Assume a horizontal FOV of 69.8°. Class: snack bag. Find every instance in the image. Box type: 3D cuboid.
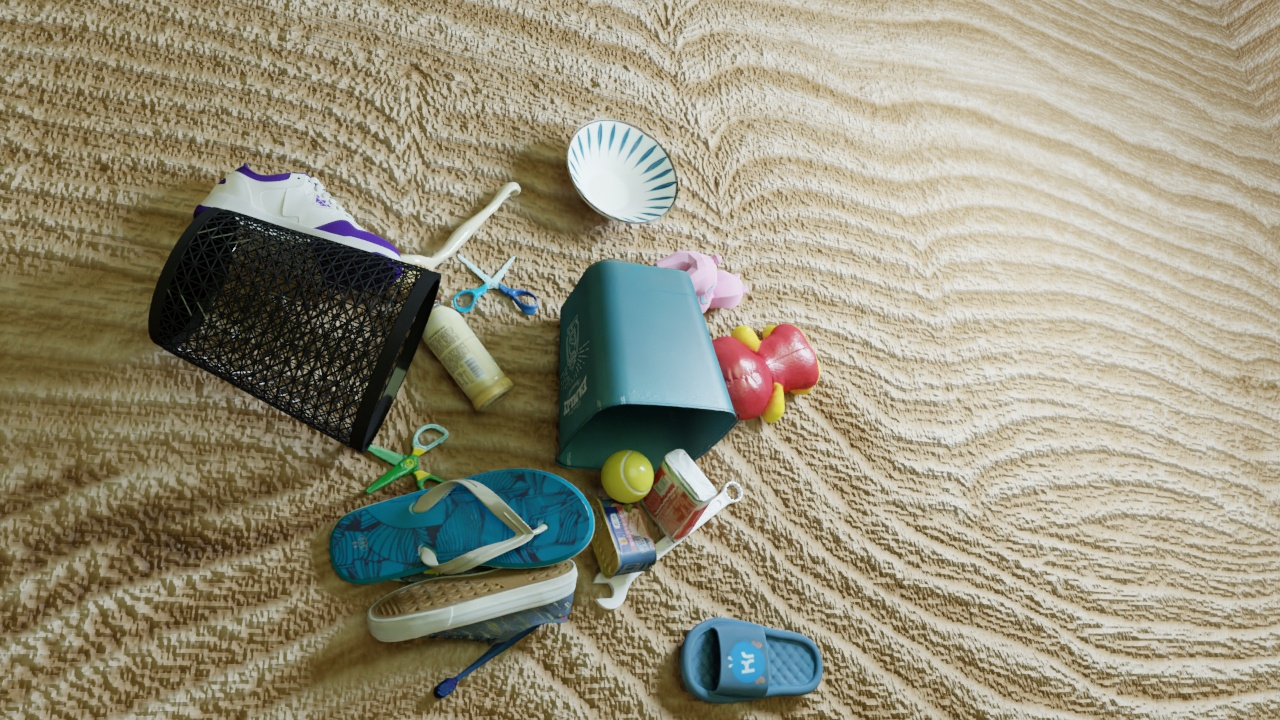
[{"bbox_3d":[0.047,0.172,1.162,0.036,0.116,0.077,-25,64,-34],"label":"snack bag"}]

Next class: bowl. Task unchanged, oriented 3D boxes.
[{"bbox_3d":[-0.038,-0.263,1.352,0.177,0.071,0.177,11,64,-23],"label":"bowl"}]

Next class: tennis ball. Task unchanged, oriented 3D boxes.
[{"bbox_3d":[-0.016,0.143,1.130,0.065,0.065,0.065,11,63,-23],"label":"tennis ball"}]

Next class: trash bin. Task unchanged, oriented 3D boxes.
[{"bbox_3d":[-0.007,0.007,1.182,0.199,0.197,0.218,6,58,-25],"label":"trash bin"},{"bbox_3d":[-0.376,-0.044,1.007,0.243,0.218,0.216,23,59,-9],"label":"trash bin"}]

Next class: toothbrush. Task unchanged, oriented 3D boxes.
[{"bbox_3d":[-0.156,0.326,1.054,0.189,0.017,0.016,-30,83,-34],"label":"toothbrush"}]

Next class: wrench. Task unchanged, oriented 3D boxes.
[{"bbox_3d":[0.041,0.235,1.201,0.272,0.009,0.047,-31,84,-34],"label":"wrench"}]

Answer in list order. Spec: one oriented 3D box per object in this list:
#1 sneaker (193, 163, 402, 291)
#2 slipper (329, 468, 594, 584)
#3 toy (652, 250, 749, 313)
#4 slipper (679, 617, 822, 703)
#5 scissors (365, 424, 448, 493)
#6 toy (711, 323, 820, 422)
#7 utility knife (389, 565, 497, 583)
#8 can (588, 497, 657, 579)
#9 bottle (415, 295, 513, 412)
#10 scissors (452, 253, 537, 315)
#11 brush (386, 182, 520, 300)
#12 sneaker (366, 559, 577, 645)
[{"bbox_3d":[-0.397,-0.168,1.110,0.244,0.092,0.110,18,58,-7],"label":"sneaker"},{"bbox_3d":[-0.198,0.182,1.024,0.294,0.060,0.118,-8,69,-9],"label":"slipper"},{"bbox_3d":[0.086,-0.108,1.324,0.157,0.124,0.067,-14,59,-21],"label":"toy"},{"bbox_3d":[0.145,0.377,1.160,0.213,0.059,0.103,9,61,-25],"label":"slipper"},{"bbox_3d":[-0.272,0.118,1.093,0.125,0.011,0.127,28,56,-15],"label":"scissors"},{"bbox_3d":[0.163,0.015,1.316,0.215,0.099,0.147,-19,69,-37],"label":"toy"},{"bbox_3d":[-0.204,0.250,1.065,0.174,0.020,0.028,7,63,-23],"label":"utility knife"},{"bbox_3d":[-0.025,0.217,1.140,0.059,0.054,0.099,-3,54,-30],"label":"can"},{"bbox_3d":[-0.228,-0.014,1.150,0.056,0.057,0.162,-36,86,-34],"label":"bottle"},{"bbox_3d":[-0.197,-0.097,1.233,0.133,0.014,0.127,32,52,-5],"label":"scissors"},{"bbox_3d":[-0.245,-0.165,1.218,0.077,0.062,0.271,55,50,-15],"label":"brush"},{"bbox_3d":[-0.181,0.285,1.022,0.235,0.087,0.079,-9,105,-20],"label":"sneaker"}]
